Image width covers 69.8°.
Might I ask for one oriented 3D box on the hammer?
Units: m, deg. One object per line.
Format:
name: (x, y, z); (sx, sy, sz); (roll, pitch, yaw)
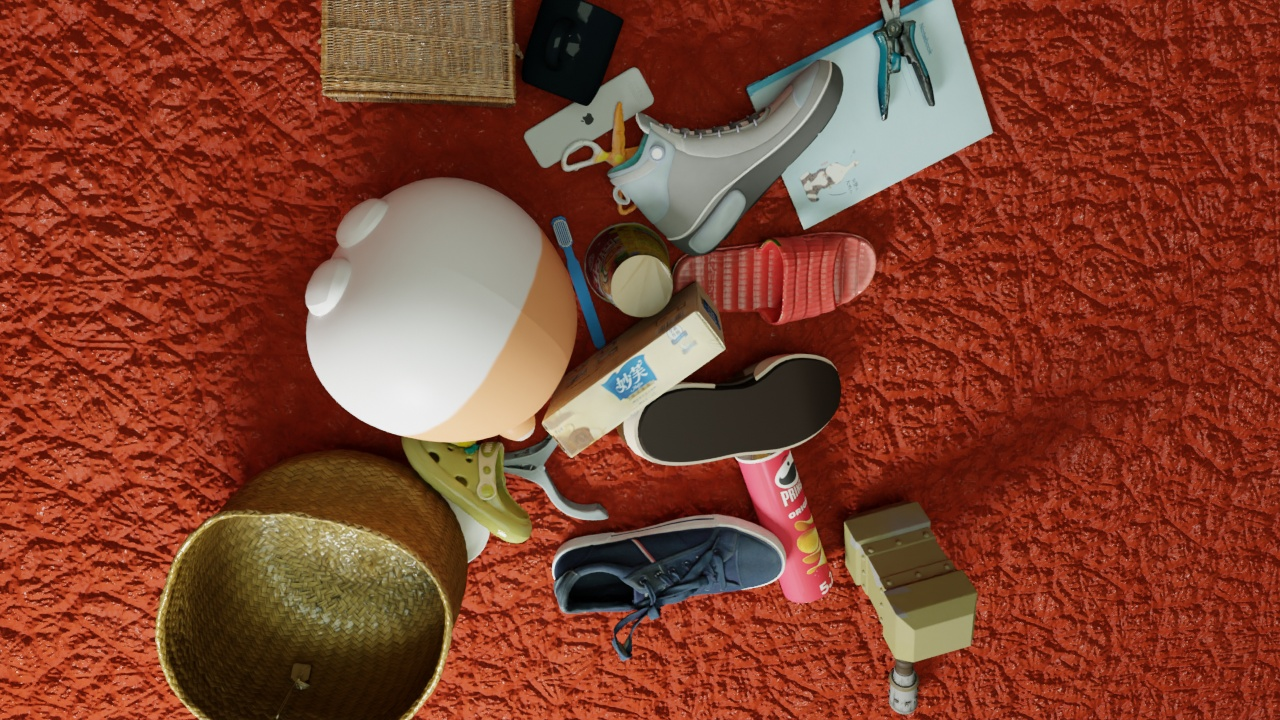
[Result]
hammer: (0.352, 0.367, 1.218); (0.100, 0.190, 0.325); (-14, 127, -5)

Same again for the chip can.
chip can: (0.185, 0.201, 1.170); (0.069, 0.069, 0.221); (-21, 110, -2)

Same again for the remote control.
remote control: (-0.057, -0.267, 1.010); (0.146, 0.008, 0.045); (-31, 110, 2)

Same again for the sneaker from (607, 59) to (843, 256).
sneaker: (0.086, -0.248, 0.989); (0.160, 0.093, 0.257); (36, 104, -16)

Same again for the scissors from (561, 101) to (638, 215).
scissors: (-0.029, -0.224, 1.022); (0.131, 0.011, 0.125); (-4, 112, -15)

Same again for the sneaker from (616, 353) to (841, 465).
sneaker: (0.101, 0.057, 1.106); (0.293, 0.116, 0.112); (-14, 102, -25)

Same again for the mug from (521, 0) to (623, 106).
mug: (-0.075, -0.317, 0.932); (0.085, 0.121, 0.094); (21, 104, 1)

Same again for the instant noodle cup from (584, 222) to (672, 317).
instant noodle cup: (-0.008, -0.096, 1.019); (0.100, 0.112, 0.100); (-2, 108, -7)

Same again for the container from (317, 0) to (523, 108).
container: (-0.218, -0.314, 0.914); (0.198, 0.114, 0.113); (0, 103, -11)

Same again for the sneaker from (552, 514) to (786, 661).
sneaker: (0.036, 0.274, 1.121); (0.294, 0.127, 0.121); (-6, 112, 1)

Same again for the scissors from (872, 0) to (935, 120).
scissors: (0.292, -0.338, 1.026); (0.119, 0.019, 0.151); (18, 102, -14)

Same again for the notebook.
notebook: (0.267, -0.287, 1.055); (0.253, 0.009, 0.181); (-27, 110, 0)

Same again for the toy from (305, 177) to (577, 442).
toy: (-0.193, -0.041, 0.938); (0.280, 0.266, 0.262); (35, 67, -35)

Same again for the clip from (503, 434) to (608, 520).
clip: (-0.081, 0.108, 1.121); (0.168, 0.031, 0.164); (30, 99, -18)

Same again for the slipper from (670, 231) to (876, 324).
slipper: (0.161, -0.094, 1.076); (0.248, 0.059, 0.103); (-7, 108, -5)

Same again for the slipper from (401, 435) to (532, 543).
slipper: (-0.189, 0.128, 1.056); (0.190, 0.091, 0.081); (42, 95, 2)

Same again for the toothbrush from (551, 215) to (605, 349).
toothbrush: (-0.070, -0.087, 1.064); (0.016, 0.014, 0.167); (-19, 110, -3)

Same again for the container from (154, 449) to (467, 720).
container: (-0.346, 0.257, 1.022); (0.307, 0.196, 0.307); (0, 108, 0)

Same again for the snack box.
snack box: (-0.006, 0.006, 1.015); (0.208, 0.153, 0.055); (-36, 102, 12)

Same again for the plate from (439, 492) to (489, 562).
plate: (-0.238, 0.203, 1.126); (0.104, 0.026, 0.104); (-2, 107, -8)
